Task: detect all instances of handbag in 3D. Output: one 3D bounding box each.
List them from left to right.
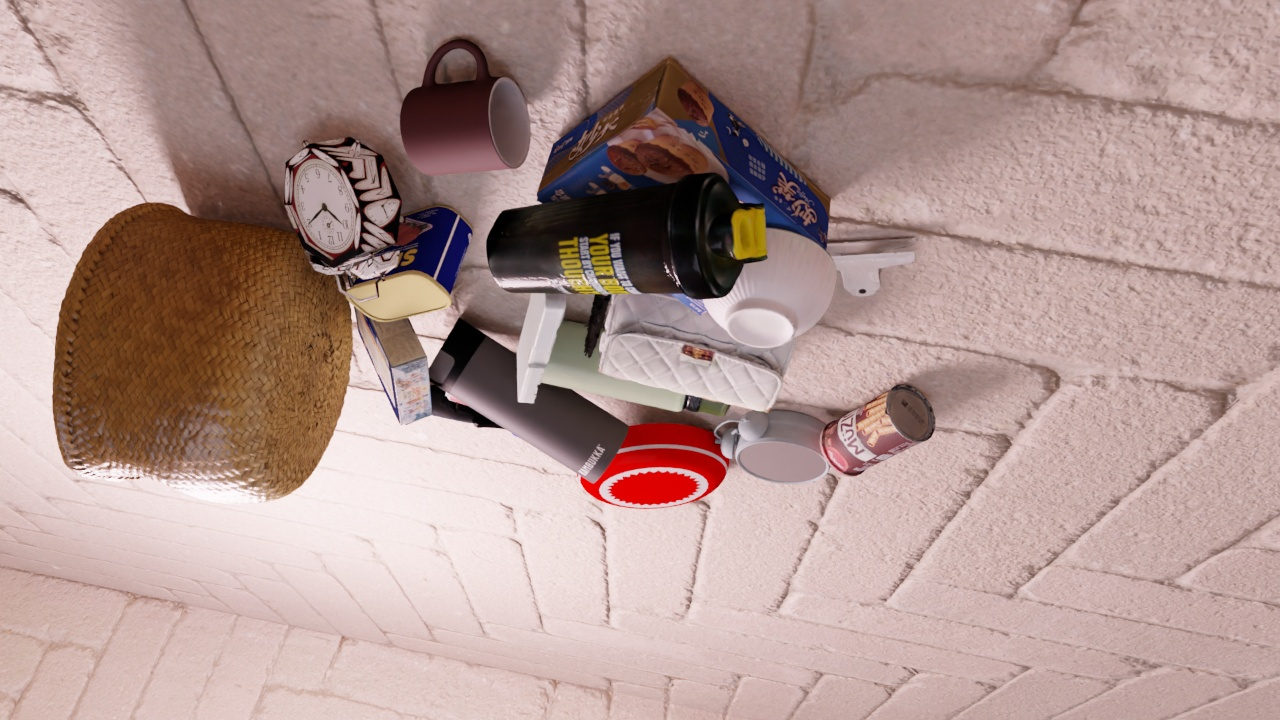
[{"bbox_3d":[0.057,-0.018,0.940,0.195,0.072,0.139,13,132,0],"label":"handbag"}]

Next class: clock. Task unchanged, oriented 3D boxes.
[{"bbox_3d":[-0.273,-0.131,0.870,0.115,0.064,0.155,9,114,34],"label":"clock"},{"bbox_3d":[0.170,0.108,1.159,0.159,0.045,0.123,20,148,-14],"label":"clock"}]

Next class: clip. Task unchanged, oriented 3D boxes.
[{"bbox_3d":[0.203,-0.080,0.848,0.102,0.050,0.058,0,134,22],"label":"clip"}]

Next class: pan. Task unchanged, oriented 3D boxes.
[{"bbox_3d":[-0.049,0.129,1.208,0.355,0.067,0.210,12,148,-24],"label":"pan"}]

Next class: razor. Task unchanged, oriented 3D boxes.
[{"bbox_3d":[-0.259,0.057,1.240,0.152,0.054,0.067,1,169,30],"label":"razor"}]

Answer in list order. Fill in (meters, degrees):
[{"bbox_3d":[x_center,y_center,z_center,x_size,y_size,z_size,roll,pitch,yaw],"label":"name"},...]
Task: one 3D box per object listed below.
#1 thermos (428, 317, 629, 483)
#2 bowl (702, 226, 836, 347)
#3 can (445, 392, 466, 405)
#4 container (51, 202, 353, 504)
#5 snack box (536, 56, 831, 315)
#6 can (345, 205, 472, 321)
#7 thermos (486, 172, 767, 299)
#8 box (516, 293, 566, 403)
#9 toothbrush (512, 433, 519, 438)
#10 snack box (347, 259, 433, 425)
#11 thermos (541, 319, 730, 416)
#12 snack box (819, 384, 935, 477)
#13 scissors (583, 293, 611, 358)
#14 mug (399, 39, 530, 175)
[{"bbox_3d":[-0.136,0.048,1.088,0.240,0.082,0.082,33,146,-7],"label":"thermos"},{"bbox_3d":[0.104,-0.051,0.776,0.118,0.062,0.118,9,148,5],"label":"bowl"},{"bbox_3d":[-0.195,0.038,1.172,0.096,0.053,0.054,18,149,-9],"label":"can"},{"bbox_3d":[-0.433,-0.003,0.972,0.196,0.306,0.308,7,149,1],"label":"container"},{"bbox_3d":[0.040,-0.138,0.787,0.202,0.069,0.155,32,144,-30],"label":"snack box"},{"bbox_3d":[-0.231,-0.098,0.928,0.116,0.092,0.056,-9,143,32],"label":"can"},{"bbox_3d":[-0.012,-0.093,0.727,0.221,0.098,0.098,-1,146,28],"label":"thermos"},{"bbox_3d":[-0.095,-0.056,0.905,0.040,0.134,0.198,8,150,-13],"label":"box"},{"bbox_3d":[-0.104,0.130,1.323,0.182,0.016,0.018,23,142,-16],"label":"toothbrush"},{"bbox_3d":[-0.282,-0.021,1.034,0.042,0.144,0.145,-22,157,-20],"label":"snack box"},{"bbox_3d":[-0.006,0.006,1.034,0.231,0.082,0.082,12,149,2],"label":"thermos"},{"bbox_3d":[0.270,0.082,1.054,0.072,0.072,0.122,23,147,-17],"label":"snack box"},{"bbox_3d":[-0.020,-0.071,0.830,0.121,0.171,0.013,-2,159,-33],"label":"scissors"},{"bbox_3d":[-0.147,-0.208,0.754,0.083,0.073,0.106,0,118,20],"label":"mug"}]
